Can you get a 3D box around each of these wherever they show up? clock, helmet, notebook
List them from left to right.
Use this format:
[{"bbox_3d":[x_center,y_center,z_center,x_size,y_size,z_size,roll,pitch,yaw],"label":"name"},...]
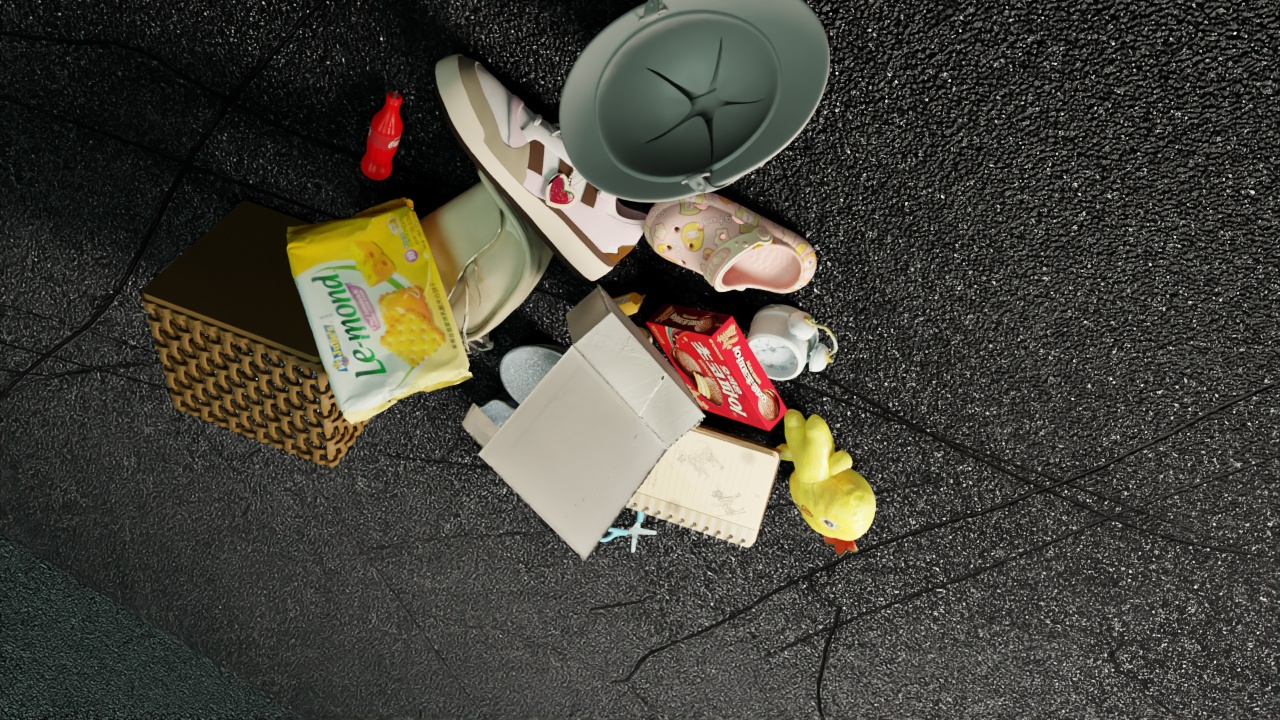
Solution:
[{"bbox_3d":[0.065,0.163,1.262,0.225,0.024,0.168,17,118,11],"label":"notebook"},{"bbox_3d":[0.062,-0.253,0.886,0.272,0.117,0.183,-14,94,27],"label":"helmet"},{"bbox_3d":[0.177,-0.023,1.084,0.118,0.056,0.083,-7,128,38],"label":"clock"}]

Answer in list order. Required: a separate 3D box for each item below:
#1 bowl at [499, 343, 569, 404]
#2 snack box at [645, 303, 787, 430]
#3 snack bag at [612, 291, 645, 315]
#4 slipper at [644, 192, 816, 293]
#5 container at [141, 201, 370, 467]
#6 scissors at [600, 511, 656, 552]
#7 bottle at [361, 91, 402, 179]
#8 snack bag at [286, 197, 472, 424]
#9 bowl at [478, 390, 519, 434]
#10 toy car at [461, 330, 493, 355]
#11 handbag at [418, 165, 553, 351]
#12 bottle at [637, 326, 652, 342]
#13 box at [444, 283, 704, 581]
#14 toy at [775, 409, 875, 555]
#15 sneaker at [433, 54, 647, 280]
[{"bbox_3d":[-0.119,0.015,1.255,0.137,0.057,0.137,13,135,13],"label":"bowl"},{"bbox_3d":[0.092,0.007,1.123,0.133,0.035,0.152,16,146,55],"label":"snack box"},{"bbox_3d":[-0.035,-0.064,1.164,0.099,0.026,0.020,-16,123,33],"label":"snack bag"},{"bbox_3d":[0.098,-0.118,1.005,0.197,0.081,0.093,18,132,-3],"label":"slipper"},{"bbox_3d":[-0.480,-0.039,1.249,0.251,0.218,0.215,20,136,6],"label":"container"},{"bbox_3d":[-0.020,0.259,1.423,0.015,0.129,0.135,41,138,43],"label":"scissors"},{"bbox_3d":[-0.302,-0.267,1.085,0.036,0.036,0.119,30,136,-5],"label":"bottle"},{"bbox_3d":[-0.310,-0.064,1.092,0.159,0.068,0.247,-18,89,-7],"label":"snack bag"},{"bbox_3d":[-0.177,0.079,1.340,0.110,0.055,0.110,17,143,13],"label":"bowl"},{"bbox_3d":[-0.261,-0.027,1.293,0.113,0.039,0.039,-6,154,30],"label":"toy car"},{"bbox_3d":[-0.209,-0.124,1.122,0.230,0.131,0.184,-25,111,37],"label":"handbag"},{"bbox_3d":[-0.007,0.007,1.208,0.044,0.044,0.109,14,134,11],"label":"bottle"},{"bbox_3d":[-0.055,0.064,1.027,0.167,0.329,0.165,48,145,-16],"label":"box"},{"bbox_3d":[0.244,0.157,1.205,0.134,0.092,0.208,17,141,60],"label":"toy"},{"bbox_3d":[-0.096,-0.223,1.001,0.117,0.111,0.294,-31,114,17],"label":"sneaker"}]
